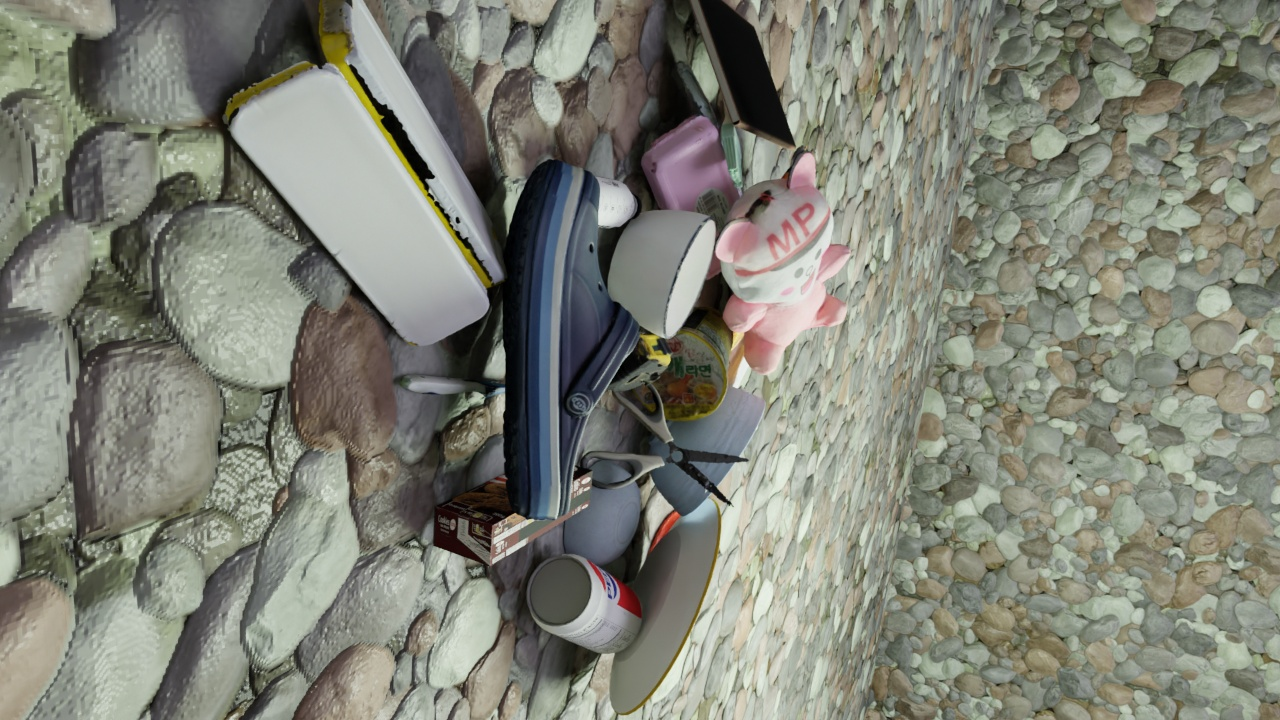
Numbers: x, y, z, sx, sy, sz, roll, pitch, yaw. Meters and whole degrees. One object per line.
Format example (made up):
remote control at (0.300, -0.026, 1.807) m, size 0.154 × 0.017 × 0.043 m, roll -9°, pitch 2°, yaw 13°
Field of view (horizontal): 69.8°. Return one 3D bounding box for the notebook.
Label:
notebook at (0.102, -0.283, 0.898) m, size 0.208 × 0.008 × 0.141 m, roll -15°, pitch 86°, yaw -66°

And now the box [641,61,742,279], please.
box at (0.053, -0.183, 0.908) m, size 0.101 × 0.103 × 0.201 m, roll -33°, pitch 148°, yaw 1°

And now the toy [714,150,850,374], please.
toy at (0.134, -0.090, 0.901) m, size 0.142 × 0.084 × 0.213 m, roll -35°, pitch 141°, yaw -9°

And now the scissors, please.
scissors at (0.017, 0.082, 0.870) m, size 0.169 × 0.157 × 0.013 m, roll 67°, pitch -16°, yaw 7°

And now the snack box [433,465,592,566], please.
snack box at (-0.096, 0.114, 0.720) m, size 0.140 × 0.051 × 0.032 m, roll -21°, pitch 120°, yaw -61°

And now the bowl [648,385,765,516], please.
bowl at (0.057, 0.081, 0.967) m, size 0.150 × 0.075 × 0.150 m, roll -53°, pitch -177°, yaw 3°

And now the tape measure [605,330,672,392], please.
tape measure at (-0.005, 0.005, 0.841) m, size 0.062 × 0.067 × 0.038 m, roll -3°, pitch 62°, yaw -58°

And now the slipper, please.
slipper at (-0.051, -0.012, 0.651) m, size 0.105 × 0.095 × 0.253 m, roll -140°, pitch -126°, yaw -75°

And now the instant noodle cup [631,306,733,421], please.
instant noodle cup at (0.049, -0.005, 0.925) m, size 0.108 × 0.102 × 0.102 m, roll -53°, pitch 147°, yaw -60°

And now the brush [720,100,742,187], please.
brush at (0.079, -0.254, 0.858) m, size 0.033 × 0.012 × 0.217 m, roll 57°, pitch 26°, yaw -57°

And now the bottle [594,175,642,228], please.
bottle at (-0.034, -0.129, 0.746) m, size 0.115 × 0.041 × 0.041 m, roll -11°, pitch 111°, yaw -63°

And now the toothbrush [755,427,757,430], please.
toothbrush at (0.095, 0.102, 1.039) m, size 0.016 × 0.016 × 0.181 m, roll -58°, pitch -178°, yaw -28°

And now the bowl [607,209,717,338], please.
bowl at (0.017, -0.084, 0.823) m, size 0.116 × 0.066 × 0.116 m, roll -60°, pitch 164°, yaw -30°

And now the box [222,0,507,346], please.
box at (-0.152, -0.102, 0.537) m, size 0.210 × 0.080 × 0.084 m, roll 65°, pitch 4°, yaw -54°

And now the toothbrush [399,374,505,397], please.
toothbrush at (-0.116, 0.024, 0.678) m, size 0.188 × 0.016 × 0.017 m, roll 12°, pitch 101°, yaw -65°

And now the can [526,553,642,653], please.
can at (-0.050, 0.226, 0.846) m, size 0.070 × 0.070 × 0.132 m, roll -68°, pitch 154°, yaw -18°

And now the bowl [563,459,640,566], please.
bowl at (-0.030, 0.152, 0.889) m, size 0.106 × 0.039 × 0.106 m, roll -39°, pitch 135°, yaw -53°

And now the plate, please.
plate at (0.016, 0.241, 0.925) m, size 0.230 × 0.021 × 0.229 m, roll -61°, pitch -171°, yaw 15°

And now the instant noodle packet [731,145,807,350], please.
instant noodle packet at (0.138, -0.115, 1.044) m, size 0.159 × 0.032 × 0.221 m, roll -62°, pitch 172°, yaw -47°

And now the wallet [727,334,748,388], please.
wallet at (0.116, 0.004, 1.134) m, size 0.086 × 0.032 × 0.116 m, roll 95°, pitch 21°, yaw -53°

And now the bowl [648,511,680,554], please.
bowl at (0.051, 0.246, 1.095) m, size 0.130 × 0.045 × 0.131 m, roll -39°, pitch 136°, yaw -52°
